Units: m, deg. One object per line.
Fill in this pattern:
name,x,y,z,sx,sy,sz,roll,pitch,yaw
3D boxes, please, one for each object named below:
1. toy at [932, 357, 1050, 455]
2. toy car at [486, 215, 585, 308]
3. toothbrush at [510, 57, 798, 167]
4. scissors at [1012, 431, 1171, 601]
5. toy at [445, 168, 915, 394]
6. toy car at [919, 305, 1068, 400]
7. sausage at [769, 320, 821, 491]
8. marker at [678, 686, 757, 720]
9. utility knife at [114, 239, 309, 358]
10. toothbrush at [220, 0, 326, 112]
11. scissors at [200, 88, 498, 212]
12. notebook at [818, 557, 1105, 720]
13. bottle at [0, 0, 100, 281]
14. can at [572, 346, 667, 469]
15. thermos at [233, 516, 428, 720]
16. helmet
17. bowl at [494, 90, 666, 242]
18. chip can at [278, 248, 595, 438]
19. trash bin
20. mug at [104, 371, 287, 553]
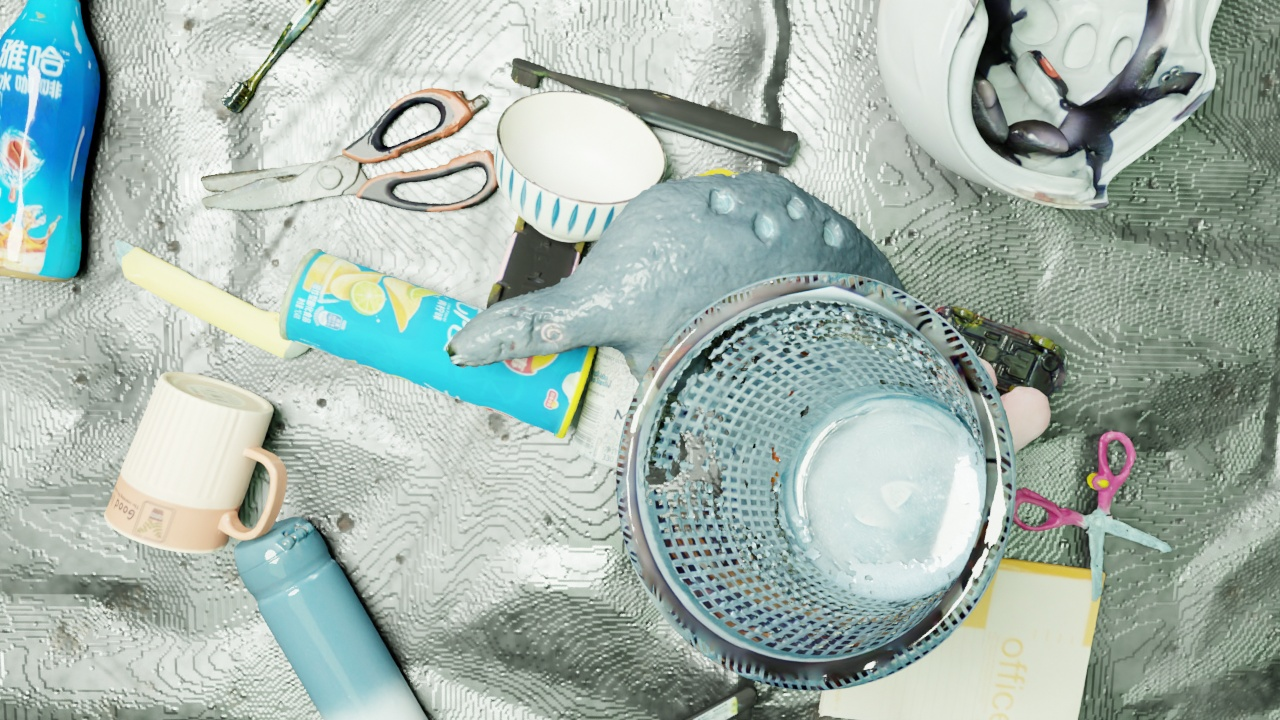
toy,0.229,0.077,0.679,0.121,0.054,0.160,31,105,-4
toy car,-0.073,-0.058,0.644,0.056,0.037,0.122,18,53,-7
toothbrush,0.009,-0.182,0.664,0.212,0.026,0.027,16,132,-3
scissors,0.347,0.121,0.709,0.135,0.017,0.133,1,92,-1
toy,0.051,-0.055,0.603,0.355,0.091,0.138,-8,122,-19
toy car,0.264,-0.004,0.686,0.106,0.031,0.049,20,97,4
sausage,0.114,0.019,0.690,0.021,0.021,0.165,12,96,-3
marker,0.037,0.288,0.721,0.124,0.015,0.018,-27,97,-2
utility knife,-0.315,-0.044,0.671,0.162,0.018,0.031,28,90,-6
toothbrush,-0.236,-0.251,0.651,0.012,0.017,0.186,40,93,2
scissors,-0.210,-0.149,0.665,0.206,0.015,0.193,29,96,-5
notebook,0.253,0.222,0.722,0.206,0.010,0.146,9,95,-3
bottle,-0.411,-0.166,0.631,0.065,0.065,0.219,10,95,-3
can,-0.004,0.004,0.666,0.058,0.058,0.147,15,95,-4
thermos,-0.224,0.219,0.681,0.070,0.070,0.220,-28,96,1
helmet,0.255,-0.233,0.598,0.229,0.146,0.258,34,86,-32
bowl,-0.046,-0.125,0.637,0.116,0.116,0.066,18,138,-4
chip can,-0.141,-0.011,0.653,0.210,0.071,0.071,20,95,-4
trash bin,0.128,0.078,0.577,0.227,0.195,0.226,-7,76,29
mug,-0.303,0.077,0.648,0.114,0.081,0.106,22,93,11
